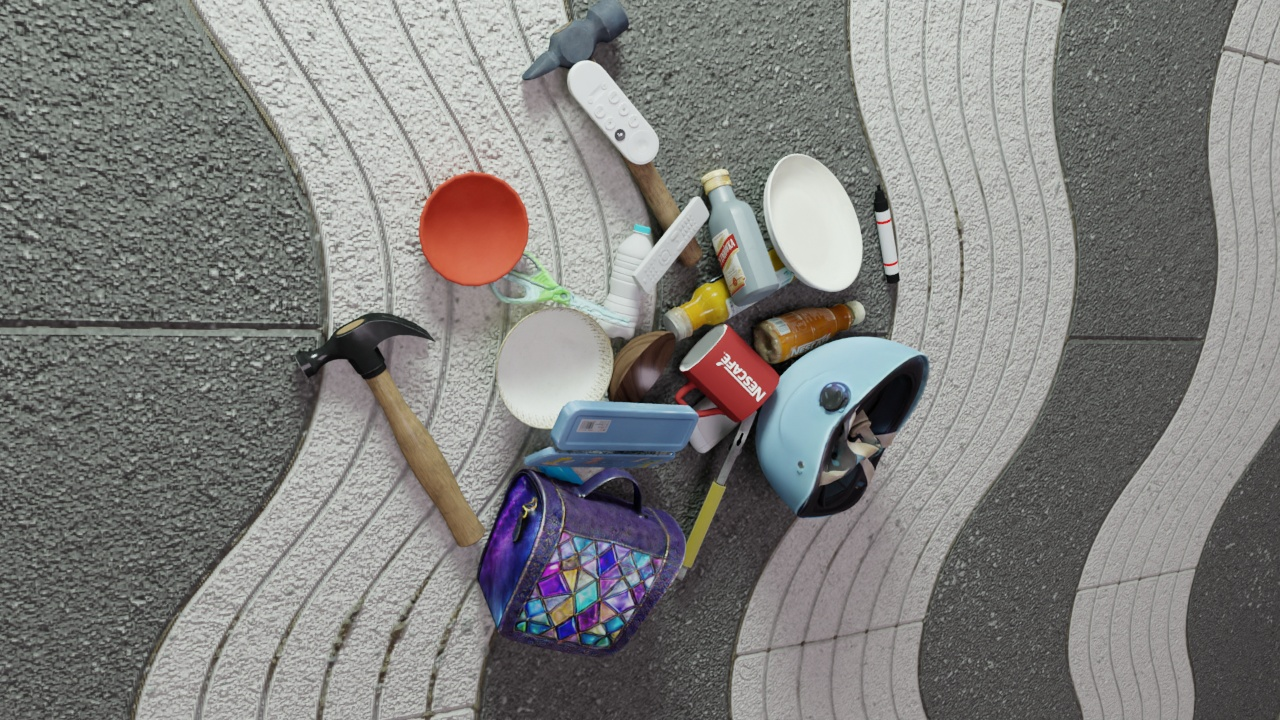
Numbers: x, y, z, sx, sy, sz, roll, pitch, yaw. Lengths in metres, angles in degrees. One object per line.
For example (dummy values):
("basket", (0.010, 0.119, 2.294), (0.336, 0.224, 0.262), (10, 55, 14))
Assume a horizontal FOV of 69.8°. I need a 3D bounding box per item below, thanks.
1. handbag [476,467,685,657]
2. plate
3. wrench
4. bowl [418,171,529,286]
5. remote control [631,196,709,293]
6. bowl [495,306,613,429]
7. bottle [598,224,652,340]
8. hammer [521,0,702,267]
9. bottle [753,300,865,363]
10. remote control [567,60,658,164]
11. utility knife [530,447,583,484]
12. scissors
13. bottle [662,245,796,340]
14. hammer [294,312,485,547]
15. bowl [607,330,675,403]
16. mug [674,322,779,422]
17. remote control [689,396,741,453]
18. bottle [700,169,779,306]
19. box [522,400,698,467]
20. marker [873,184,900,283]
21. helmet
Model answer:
("handbag", (-0.070, 0.230, 1.113), (0.204, 0.125, 0.222), (22, 102, -30))
("plate", (0.213, -0.171, 1.169), (0.182, 0.034, 0.182), (14, 68, -38))
("wrench", (0.099, 0.181, 1.230), (0.018, 0.083, 0.274), (23, 107, 6))
("bowl", (-0.183, -0.143, 0.992), (0.121, 0.035, 0.122), (-9, 110, -26))
("remote control", (0.036, -0.137, 1.083), (0.130, 0.012, 0.033), (-52, 135, -16))
("bowl", (-0.109, 0.002, 1.063), (0.145, 0.063, 0.145), (-9, 110, -26))
("bottle", (-0.014, -0.094, 1.096), (0.044, 0.044, 0.136), (9, 101, -31))
("hammer", (-0.009, -0.238, 1.060), (0.129, 0.040, 0.322), (-38, 121, -9))
("bottle", (0.233, -0.045, 1.240), (0.166, 0.059, 0.059), (-19, 114, -26))
("remote control", (-0.029, -0.271, 1.008), (0.043, 0.013, 0.136), (-45, 122, 1))
("utility knife", (-0.076, 0.174, 1.166), (0.031, 0.015, 0.198), (-41, 121, -8))
("scissors", (-0.088, -0.074, 1.054), (0.174, 0.033, 0.065), (23, 87, -20))
("bottle", (0.113, -0.085, 1.164), (0.186, 0.053, 0.053), (-30, 118, -17))
("hammer", (-0.249, 0.088, 1.033), (0.132, 0.040, 0.306), (-30, 119, -14))
("bowl", (-0.007, 0.006, 1.119), (0.119, 0.032, 0.119), (-46, 160, -22))
("mug", (0.101, 0.027, 1.164), (0.096, 0.080, 0.116), (43, 93, -12))
("remote control", (0.116, 0.062, 1.230), (0.138, 0.025, 0.060), (-40, 120, -15))
("bottle", (0.115, -0.151, 1.110), (0.046, 0.072, 0.161), (-16, 83, -22))
("box", (-0.029, 0.100, 1.106), (0.209, 0.039, 0.127), (6, 134, -41))
("marker", (0.342, -0.177, 1.280), (0.019, 0.019, 0.146), (-27, 117, -19))
("helmet", (0.257, 0.072, 1.214), (0.266, 0.167, 0.225), (-51, 151, 7))
